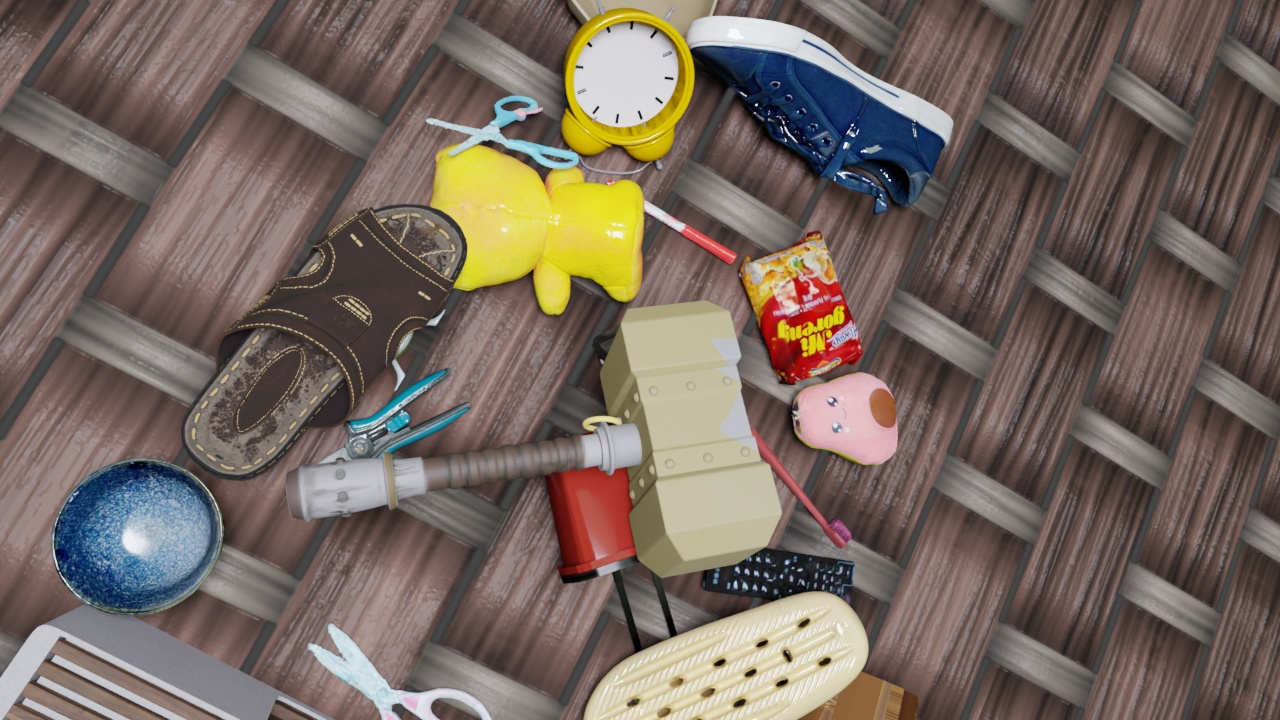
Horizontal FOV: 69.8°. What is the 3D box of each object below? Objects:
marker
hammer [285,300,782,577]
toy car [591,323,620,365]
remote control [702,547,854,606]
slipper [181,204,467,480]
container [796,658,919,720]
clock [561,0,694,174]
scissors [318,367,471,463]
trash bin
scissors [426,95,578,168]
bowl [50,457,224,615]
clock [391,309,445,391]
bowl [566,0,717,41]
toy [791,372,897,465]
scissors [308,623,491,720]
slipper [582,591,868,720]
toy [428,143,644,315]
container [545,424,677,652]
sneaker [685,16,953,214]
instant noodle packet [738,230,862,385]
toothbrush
[{"bbox_3d":[0.029,-0.131,0.864,0.142,0.013,0.012,29,77,-11],"label":"marker"},{"bbox_3d":[-0.083,0.073,0.664,0.324,0.101,0.190,-7,70,-14],"label":"hammer"},{"bbox_3d":[-0.005,0.005,0.814,0.040,0.037,0.092,-29,60,-15],"label":"toy car"},{"bbox_3d":[0.128,0.200,0.855,0.150,0.022,0.047,12,81,-16],"label":"remote control"},{"bbox_3d":[-0.239,-0.021,0.698,0.113,0.076,0.267,43,77,-8],"label":"slipper"},{"bbox_3d":[0.169,0.358,0.800,0.132,0.132,0.167,26,72,-12],"label":"container"},{"bbox_3d":[-0.014,-0.240,0.820,0.113,0.052,0.152,3,121,-14],"label":"clock"},{"bbox_3d":[-0.213,0.053,0.772,0.127,0.019,0.142,17,87,-19],"label":"scissors"},{"bbox_3d":[-0.341,0.284,0.663,0.229,0.115,0.114,32,77,-10],"label":"trash bin"},{"bbox_3d":[-0.108,-0.192,0.788,0.134,0.015,0.134,29,46,13],"label":"scissors"},{"bbox_3d":[-0.374,0.131,0.698,0.114,0.061,0.114,1,86,-15],"label":"bowl"},{"bbox_3d":[-0.236,-0.037,0.764,0.119,0.043,0.094,33,76,-11],"label":"clock"},{"bbox_3d":[-0.005,-0.354,0.857,0.152,0.050,0.152,2,85,-16],"label":"bowl"},{"bbox_3d":[0.193,0.056,0.871,0.110,0.051,0.090,-2,84,-15],"label":"toy"},{"bbox_3d":[-0.196,0.273,0.761,0.103,0.016,0.179,-36,91,-15],"label":"scissors"},{"bbox_3d":[0.071,0.283,0.797,0.261,0.079,0.111,-27,72,1],"label":"slipper"},{"bbox_3d":[-0.086,-0.110,0.790,0.193,0.087,0.134,8,87,-12],"label":"toy"},{"bbox_3d":[0.001,0.155,0.775,0.148,0.127,0.200,-16,82,-17],"label":"container"},{"bbox_3d":[0.162,-0.218,0.857,0.294,0.121,0.127,20,89,-25],"label":"sneaker"},{"bbox_3d":[0.155,-0.049,0.879,0.098,0.040,0.135,-18,89,-24],"label":"instant noodle packet"},{"bbox_3d":[0.137,0.103,0.869,0.016,0.016,0.190,-42,96,-20],"label":"toothbrush"}]
